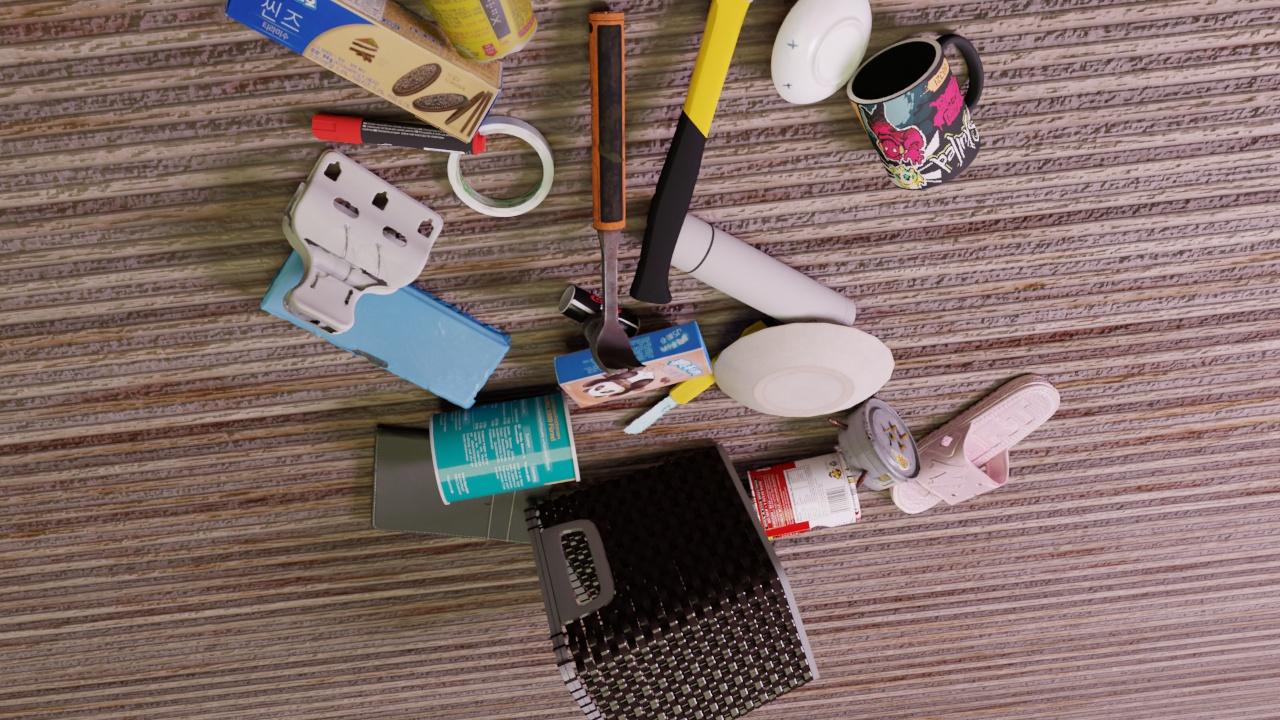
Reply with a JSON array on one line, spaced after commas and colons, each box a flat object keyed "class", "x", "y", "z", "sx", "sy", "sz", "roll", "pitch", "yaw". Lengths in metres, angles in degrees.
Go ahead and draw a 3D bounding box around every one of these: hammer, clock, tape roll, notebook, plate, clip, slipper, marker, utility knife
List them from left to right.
[{"class": "clip", "x": -0.268, "y": -0.096, "z": 0.835, "sx": 0.126, "sy": 0.099, "sz": 0.152, "roll": 30, "pitch": 84, "yaw": -26}, {"class": "marker", "x": -0.206, "y": -0.193, "z": 0.787, "sx": 0.145, "sy": 0.021, "sz": 0.023, "roll": 6, "pitch": 152, "yaw": 1}, {"class": "notebook", "x": -0.210, "y": 0.151, "z": 1.087, "sx": 0.209, "sy": 0.029, "sz": 0.170, "roll": 9, "pitch": 127, "yaw": -8}, {"class": "tape roll", "x": -0.125, "y": -0.173, "z": 0.826, "sx": 0.094, "sy": 0.018, "sz": 0.094, "roll": -2, "pitch": 130, "yaw": -3}, {"class": "hammer", "x": -0.025, "y": -0.134, "z": 0.795, "sx": 0.035, "sy": 0.137, "sz": 0.315, "roll": -7, "pitch": 117, "yaw": -13}, {"class": "hammer", "x": 0.045, "y": -0.195, "z": 0.781, "sx": 0.127, "sy": 0.029, "sz": 0.324, "roll": 11, "pitch": 117, "yaw": -11}, {"class": "utility knife", "x": 0.064, "y": 0.021, "z": 1.009, "sx": 0.218, "sy": 0.019, "sz": 0.030, "roll": -40, "pitch": 117, "yaw": 19}, {"class": "plate", "x": 0.172, "y": 0.021, "z": 0.973, "sx": 0.189, "sy": 0.027, "sz": 0.189, "roll": 2, "pitch": 149, "yaw": 1}, {"class": "plate", "x": 0.154, "y": -0.255, "z": 0.748, "sx": 0.104, "sy": 0.026, "sz": 0.104, "roll": -25, "pitch": 139, "yaw": -23}, {"class": "clock", "x": 0.280, "y": 0.097, "z": 1.050, "sx": 0.056, "sy": 0.104, "sz": 0.147, "roll": -34, "pitch": 156, "yaw": 33}, {"class": "slipper", "x": 0.396, "y": 0.113, "z": 1.089, "sx": 0.094, "sy": 0.064, "sz": 0.240, "roll": 30, "pitch": 120, "yaw": -27}]

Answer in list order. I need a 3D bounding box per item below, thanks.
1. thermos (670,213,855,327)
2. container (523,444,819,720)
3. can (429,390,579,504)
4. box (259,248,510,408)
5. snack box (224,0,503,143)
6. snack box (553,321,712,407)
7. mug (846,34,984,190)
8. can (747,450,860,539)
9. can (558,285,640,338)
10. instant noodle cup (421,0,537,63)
[{"class": "thermos", "x": 0.112, "y": -0.081, "z": 0.904, "sx": 0.224, "sy": 0.052, "sz": 0.052, "roll": 24, "pitch": 124, "yaw": -24}, {"class": "container", "x": 0.037, "y": 0.276, "z": 1.063, "sx": 0.243, "sy": 0.247, "sz": 0.246, "roll": -22, "pitch": 129, "yaw": -1}, {"class": "can", "x": -0.144, "y": 0.093, "z": 0.986, "sx": 0.144, "sy": 0.099, "sz": 0.099, "roll": -10, "pitch": 131, "yaw": -5}, {"class": "box", "x": -0.249, "y": -0.042, "z": 0.918, "sx": 0.231, "sy": 0.054, "sz": 0.093, "roll": 29, "pitch": 104, "yaw": -27}, {"class": "snack box", "x": -0.213, "y": -0.253, "z": 0.725, "sx": 0.206, "sy": 0.056, "sz": 0.057, "roll": 24, "pitch": 125, "yaw": -23}, {"class": "snack box", "x": -0.006, "y": 0.006, "z": 0.955, "sx": 0.151, "sy": 0.034, "sz": 0.087, "roll": -15, "pitch": 160, "yaw": 6}, {"class": "mug", "x": 0.248, "y": -0.223, "z": 0.790, "sx": 0.118, "sy": 0.082, "sz": 0.098, "roll": -44, "pitch": 125, "yaw": -5}, {"class": "can", "x": 0.194, "y": 0.162, "z": 1.095, "sx": 0.116, "sy": 0.086, "sz": 0.087, "roll": -13, "pitch": 130, "yaw": 6}, {"class": "can", "x": -0.041, "y": -0.046, "z": 0.932, "sx": 0.080, "sy": 0.031, "sz": 0.032, "roll": 26, "pitch": 123, "yaw": -24}, {"class": "instant noodle cup", "x": -0.130, "y": -0.290, "z": 0.686, "sx": 0.100, "sy": 0.100, "sz": 0.112, "roll": -15, "pitch": 140, "yaw": 7}]
